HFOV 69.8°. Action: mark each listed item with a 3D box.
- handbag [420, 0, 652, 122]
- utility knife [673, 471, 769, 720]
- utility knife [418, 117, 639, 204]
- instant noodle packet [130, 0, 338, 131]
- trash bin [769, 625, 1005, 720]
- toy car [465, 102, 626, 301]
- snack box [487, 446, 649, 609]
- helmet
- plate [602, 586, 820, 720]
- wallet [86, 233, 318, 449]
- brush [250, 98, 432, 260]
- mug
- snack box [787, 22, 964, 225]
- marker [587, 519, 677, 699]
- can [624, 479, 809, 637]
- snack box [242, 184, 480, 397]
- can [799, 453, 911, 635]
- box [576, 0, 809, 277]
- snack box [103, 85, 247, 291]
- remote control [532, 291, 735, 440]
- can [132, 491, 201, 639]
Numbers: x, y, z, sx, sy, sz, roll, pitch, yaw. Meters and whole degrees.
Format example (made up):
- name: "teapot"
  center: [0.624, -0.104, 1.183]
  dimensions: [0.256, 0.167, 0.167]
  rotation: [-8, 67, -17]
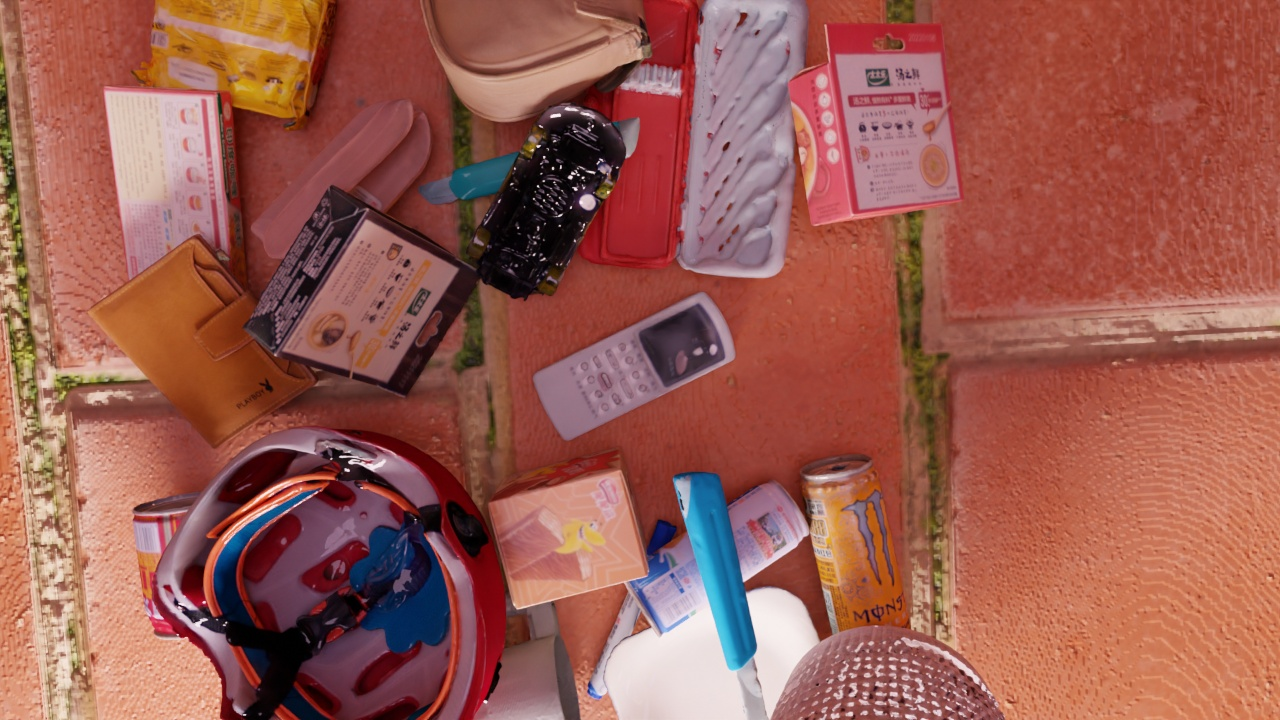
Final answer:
- name: "handbag"
  center: [-0.074, -0.265, 0.618]
  dimensions: [0.148, 0.100, 0.204]
  rotation: [-8, 78, 3]
- name: "utility knife"
  center: [0.062, 0.173, 0.636]
  dimensions: [0.034, 0.018, 0.208]
  rotation: [-19, 99, -32]
- name: "utility knife"
  center: [-0.081, -0.139, 0.654]
  dimensions: [0.178, 0.013, 0.029]
  rotation: [-11, 106, 18]
- name: "instant noodle packet"
  center: [-0.286, -0.230, 0.649]
  dimensions: [0.128, 0.044, 0.111]
  rotation: [15, 96, 0]
- name: "trash bin"
  center: [0.156, 0.278, 0.573]
  dimensions: [0.228, 0.191, 0.228]
  rotation: [4, 106, 14]
- name: "toy car"
  center: [-0.065, -0.108, 0.637]
  dimensions: [0.070, 0.042, 0.158]
  rotation: [28, 122, -14]
- name: "snack box"
  center: [-0.049, 0.116, 0.656]
  dimensions: [0.094, 0.092, 0.077]
  rotation: [-14, 94, 0]
- name: "helmet"
  center: [-0.180, 0.156, 0.621]
  dimensions: [0.207, 0.143, 0.240]
  rotation: [-44, 78, 11]
- name: "plate"
  center: [0.068, 0.260, 0.699]
  dimensions: [0.163, 0.034, 0.164]
  rotation: [-21, 94, 1]
- name: "wallet"
  center: [-0.303, -0.015, 0.652]
  dimensions: [0.119, 0.035, 0.130]
  rotation: [-30, 108, 16]
- name: "brush"
  center: [-0.203, -0.124, 0.645]
  dimensions: [0.063, 0.073, 0.145]
  rotation: [43, 91, -3]
- name: "mug"
  center: [-0.106, 0.235, 0.678]
  dimensions: [0.103, 0.084, 0.123]
  rotation: [-14, 68, 1]
- name: "snack box"
  center: [0.164, -0.165, 0.641]
  dimensions: [0.113, 0.044, 0.127]
  rotation: [-11, 95, -30]
- name: "marker"
  center: [-0.007, 0.191, 0.700]
  dimensions: [0.017, 0.017, 0.146]
  rotation: [23, 94, -3]
- name: "can"
  center: [0.055, 0.143, 0.671]
  dimensions: [0.134, 0.053, 0.053]
  rotation: [-32, 94, -9]
- name: "snack box"
  center: [-0.190, -0.044, 0.641]
  dimensions: [0.053, 0.125, 0.113]
  rotation: [34, 93, 26]
- name: "can"
  center: [0.160, 0.146, 0.680]
  dimensions: [0.058, 0.058, 0.146]
  rotation: [-13, 95, 0]
- name: "box"
  center: [0.035, -0.164, 0.660]
  dimensions: [0.161, 0.050, 0.201]
  rotation: [6, 94, 6]
- name: "snack box"
  center: [-0.325, -0.112, 0.647]
  dimensions: [0.077, 0.027, 0.156]
  rotation: [3, 109, -1]
- name: "remote control"
  center: [-0.004, 0.004, 0.684]
  dimensions: [0.150, 0.021, 0.058]
  rotation: [-27, 95, 2]
- name: "can"
  center: [-0.326, 0.147, 0.665]
  dimensions: [0.066, 0.066, 0.094]
  rotation: [-6, 94, -1]
